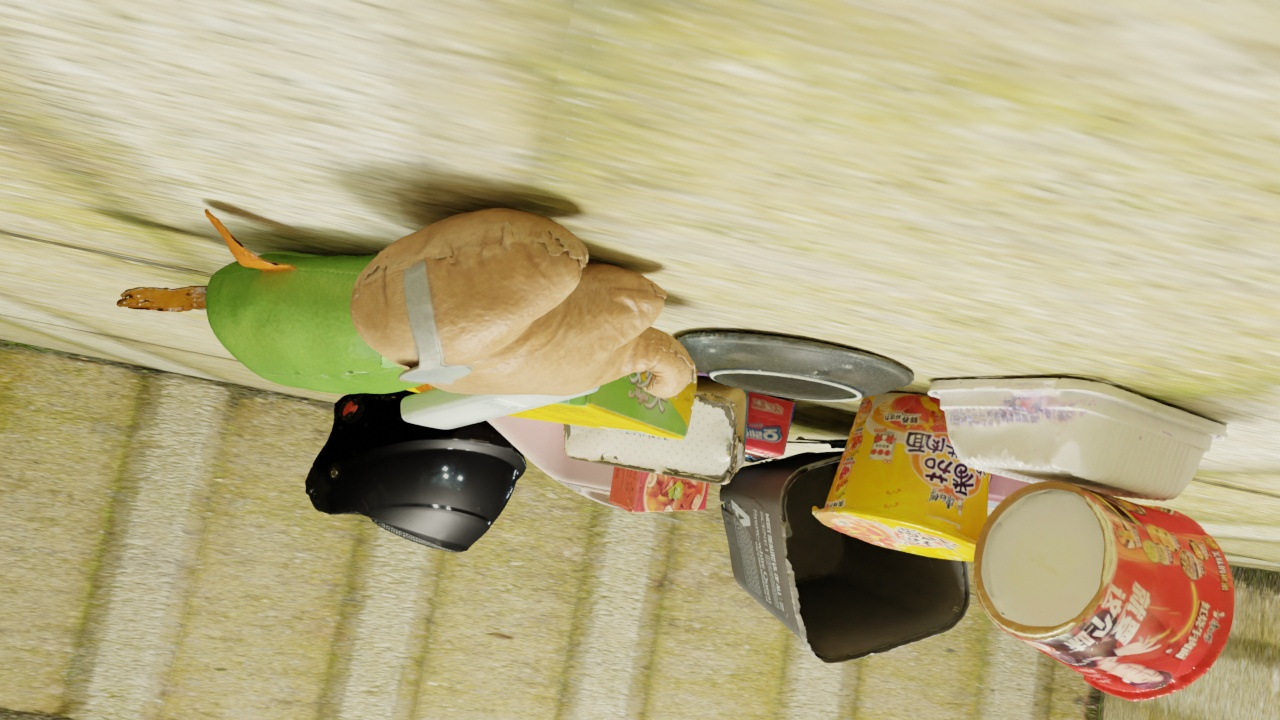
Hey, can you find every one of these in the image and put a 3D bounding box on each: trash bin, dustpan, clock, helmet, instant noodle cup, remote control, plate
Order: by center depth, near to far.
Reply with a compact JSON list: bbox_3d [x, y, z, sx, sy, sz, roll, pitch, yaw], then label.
[{"bbox_3d":[-0.096,0.022,0.621,0.136,0.020,0.056,-15,162,24],"label":"remote control"},{"bbox_3d":[0.307,0.151,0.627,0.108,0.137,0.138,23,167,-24],"label":"instant noodle cup"},{"bbox_3d":[0.303,0.058,0.648,0.173,0.060,0.138,17,170,-28],"label":"instant noodle cup"},{"bbox_3d":[0.109,0.010,0.682,0.179,0.024,0.179,11,171,1],"label":"plate"},{"bbox_3d":[0.225,0.094,0.756,0.138,0.109,0.138,14,165,4],"label":"instant noodle cup"},{"bbox_3d":[0.201,0.189,0.995,0.198,0.199,0.220,-9,-179,-18],"label":"trash bin"},{"bbox_3d":[0.368,0.129,1.022,0.158,0.059,0.117,16,169,-20],"label":"clock"},{"bbox_3d":[-0.100,0.083,1.024,0.273,0.138,0.223,17,170,-40],"label":"dustpan"},{"bbox_3d":[-0.277,0.118,1.188,0.233,0.230,0.274,37,-165,-53],"label":"helmet"}]

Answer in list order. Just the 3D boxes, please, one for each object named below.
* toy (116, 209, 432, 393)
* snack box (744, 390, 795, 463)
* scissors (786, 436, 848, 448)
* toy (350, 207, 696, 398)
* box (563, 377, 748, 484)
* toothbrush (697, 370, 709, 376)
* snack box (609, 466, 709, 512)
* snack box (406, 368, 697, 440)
[{"bbox_3d":[-0.212,-0.026,0.616,0.247,0.089,0.227,2,156,28],"label":"toy"},{"bbox_3d":[0.116,0.075,0.980,0.058,0.057,0.207,13,172,1],"label":"snack box"},{"bbox_3d":[0.231,0.095,1.054,0.163,0.012,0.175,-2,172,27],"label":"scissors"},{"bbox_3d":[-0.055,-0.016,0.505,0.144,0.082,0.225,-8,165,27],"label":"toy"},{"bbox_3d":[0.007,0.057,0.855,0.184,0.090,0.059,10,-164,21],"label":"box"},{"bbox_3d":[-0.005,0.005,0.832,0.189,0.017,0.014,4,-179,23],"label":"toothbrush"},{"bbox_3d":[0.035,0.097,0.956,0.127,0.113,0.044,5,-175,-40],"label":"snack box"},{"bbox_3d":[-0.081,0.009,0.745,0.210,0.070,0.157,5,170,32],"label":"snack box"}]
